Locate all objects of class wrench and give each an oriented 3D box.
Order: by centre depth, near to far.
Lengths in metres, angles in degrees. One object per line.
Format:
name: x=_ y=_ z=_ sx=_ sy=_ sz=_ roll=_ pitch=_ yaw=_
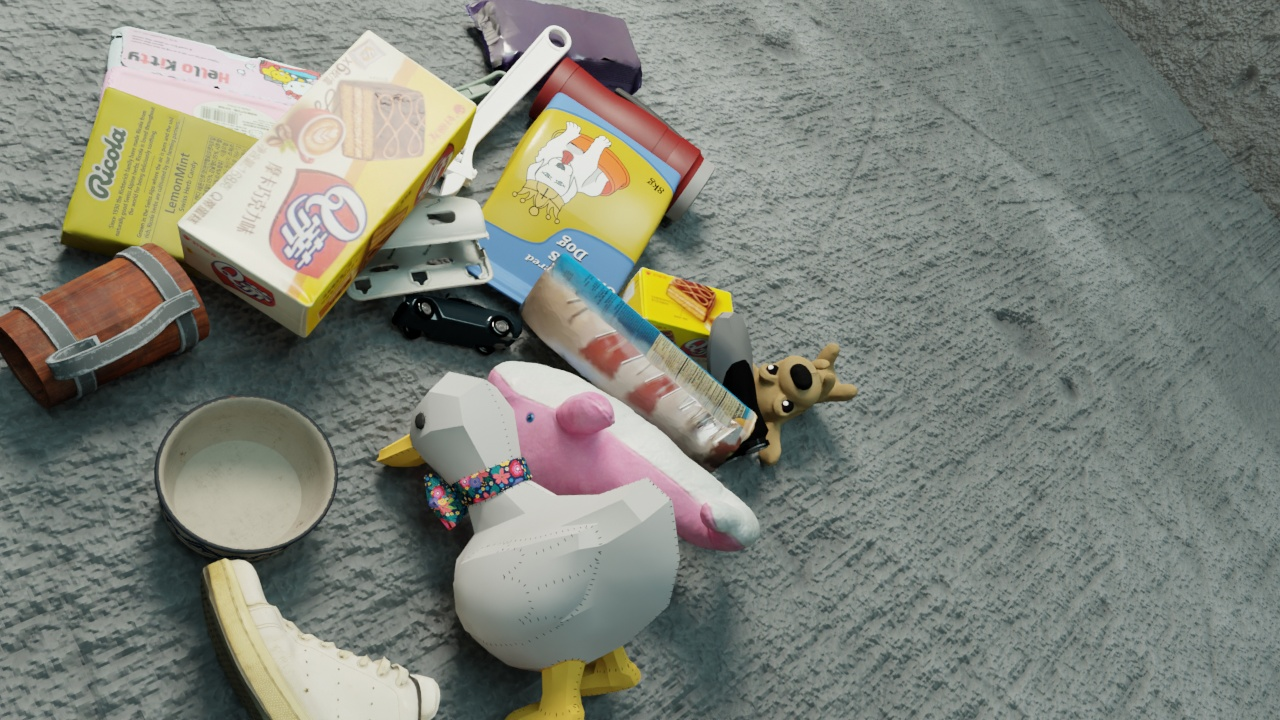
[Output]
wrench: x=-0.149 y=-0.261 z=0.940 sx=0.066 sy=0.018 sz=0.272 roll=40 pitch=60 yaw=-12

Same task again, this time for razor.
razor: x=0.090 y=0.026 z=0.876 sx=0.057 sy=0.060 sz=0.156 roll=-18 pitch=107 yaw=-17

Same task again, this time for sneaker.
sneaker: x=-0.189 y=0.218 z=0.593 sx=0.102 sy=0.089 sz=0.241 roll=-31 pitch=86 yaw=-33

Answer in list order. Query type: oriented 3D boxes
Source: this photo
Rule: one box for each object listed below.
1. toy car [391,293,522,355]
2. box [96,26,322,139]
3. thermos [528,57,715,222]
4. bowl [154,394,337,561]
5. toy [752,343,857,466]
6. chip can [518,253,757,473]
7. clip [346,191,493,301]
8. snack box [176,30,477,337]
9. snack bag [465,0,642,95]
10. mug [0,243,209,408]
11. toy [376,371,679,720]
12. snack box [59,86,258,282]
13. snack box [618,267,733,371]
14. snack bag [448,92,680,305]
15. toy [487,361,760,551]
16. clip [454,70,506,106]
toy car: x=-0.160 y=-0.034 z=0.806 sx=0.112 sy=0.046 sz=0.034 roll=13 pitch=57 yaw=-28
box: x=-0.355 y=-0.225 z=0.802 sx=0.201 sy=0.045 sz=0.154 roll=7 pitch=58 yaw=-29
thermos: x=-0.015 y=-0.248 z=1.013 sx=0.198 sy=0.084 sz=0.107 roll=35 pitch=49 yaw=-7
bowl: x=-0.277 y=0.088 z=0.641 sx=0.115 sy=0.059 sz=0.115 roll=17 pitch=54 yaw=-24
toy: x=0.159 y=0.029 z=0.947 sx=0.108 sy=0.106 sz=0.134 roll=-12 pitch=72 yaw=-26
chip can: x=-0.005 y=0.005 z=0.820 sx=0.229 sy=0.080 sz=0.079 roll=40 pitch=48 yaw=-2
clip: x=-0.203 y=-0.125 z=0.793 sx=0.125 sy=0.092 sz=0.151 roll=-8 pitch=60 yaw=-24
snack box: x=-0.236 y=-0.141 z=0.717 sx=0.110 sy=0.062 sz=0.229 roll=34 pitch=62 yaw=-7
snack bag: x=-0.092 y=-0.361 z=1.052 sx=0.205 sy=0.059 sz=0.096 roll=-4 pitch=65 yaw=-35
mug: x=-0.361 y=-0.022 z=0.625 sx=0.110 sy=0.118 sz=0.081 roll=-39 pitch=122 yaw=-39
toy: x=-0.077 y=0.130 z=0.669 sx=0.140 sy=0.247 sz=0.267 roll=-16 pitch=90 yaw=-56
snack box: x=-0.340 y=-0.124 z=0.725 sx=0.180 sy=0.045 sz=0.121 roll=15 pitch=73 yaw=-30
snack box: x=0.029 y=-0.033 z=0.903 sx=0.105 sy=0.084 sz=0.061 roll=14 pitch=53 yaw=-25
snack bag: x=-0.073 y=-0.134 z=0.900 sx=0.159 sy=0.102 sz=0.204 roll=32 pitch=61 yaw=-12
toy: x=-0.030 y=0.099 z=0.761 sx=0.266 sy=0.186 sz=0.127 roll=29 pitch=85 yaw=14
clip: x=-0.172 y=-0.282 z=0.971 sx=0.074 sy=0.035 sz=0.023 roll=-31 pitch=83 yaw=-36
